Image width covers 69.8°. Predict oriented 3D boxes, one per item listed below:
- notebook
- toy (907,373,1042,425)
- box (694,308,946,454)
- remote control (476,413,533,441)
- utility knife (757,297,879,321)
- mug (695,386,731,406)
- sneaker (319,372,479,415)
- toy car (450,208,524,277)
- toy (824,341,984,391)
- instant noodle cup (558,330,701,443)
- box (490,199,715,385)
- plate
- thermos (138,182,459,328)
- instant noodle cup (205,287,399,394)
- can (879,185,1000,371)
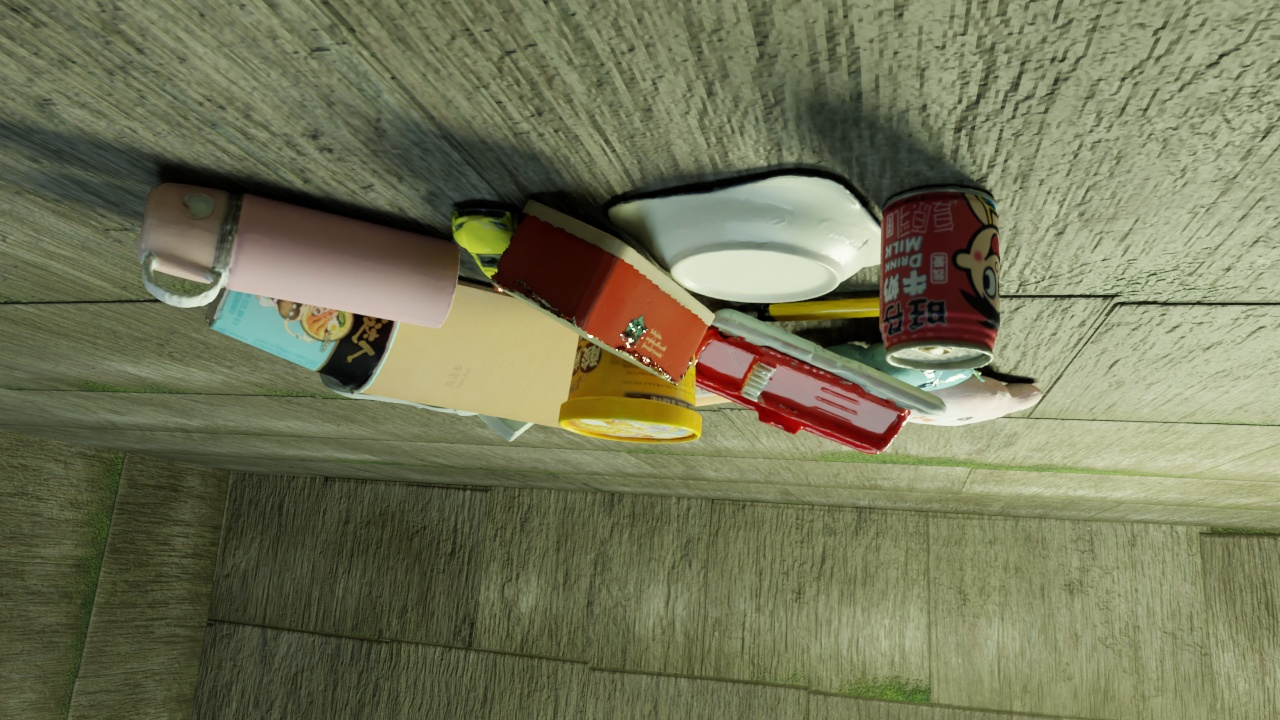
[{"bbox_3d":[-0.128,-0.003,0.829,0.211,0.012,0.150,13,130,-29],"label":"notebook"},{"bbox_3d":[0.339,0.040,0.958,0.159,0.054,0.121,1,170,-24],"label":"toy"},{"bbox_3d":[0.145,0.014,0.789,0.201,0.065,0.160,22,156,-2],"label":"box"},{"bbox_3d":[-0.129,0.043,1.002,0.056,0.019,0.134,41,-154,6],"label":"remote control"},{"bbox_3d":[0.165,-0.042,0.728,0.154,0.015,0.033,-2,172,23],"label":"utility knife"},{"bbox_3d":[0.035,0.013,0.898,0.123,0.078,0.078,-4,165,16],"label":"mug"},{"bbox_3d":[-0.204,0.015,0.948,0.242,0.089,0.090,1,169,18],"label":"sneaker"},{"bbox_3d":[-0.095,-0.076,0.635,0.048,0.032,0.105,2,165,14],"label":"toy car"},{"bbox_3d":[0.231,0.006,0.843,0.156,0.049,0.161,4,172,12],"label":"toy"},{"bbox_3d":[-0.005,0.004,0.769,0.118,0.114,0.118,5,168,1],"label":"instant noodle cup"},{"bbox_3d":[-0.026,-0.035,0.629,0.091,0.077,0.168,28,179,29],"label":"box"},{"bbox_3d":[0.076,-0.069,0.600,0.164,0.034,0.164,-3,165,33],"label":"plate"},{"bbox_3d":[-0.227,-0.063,0.621,0.198,0.087,0.067,10,146,-28],"label":"thermos"},{"bbox_3d":[-0.256,-0.042,0.697,0.120,0.111,0.111,19,161,-31],"label":"instant noodle cup"},{"bbox_3d":[0.173,-0.045,0.534,0.066,0.093,0.066,4,167,1],"label":"can"}]
